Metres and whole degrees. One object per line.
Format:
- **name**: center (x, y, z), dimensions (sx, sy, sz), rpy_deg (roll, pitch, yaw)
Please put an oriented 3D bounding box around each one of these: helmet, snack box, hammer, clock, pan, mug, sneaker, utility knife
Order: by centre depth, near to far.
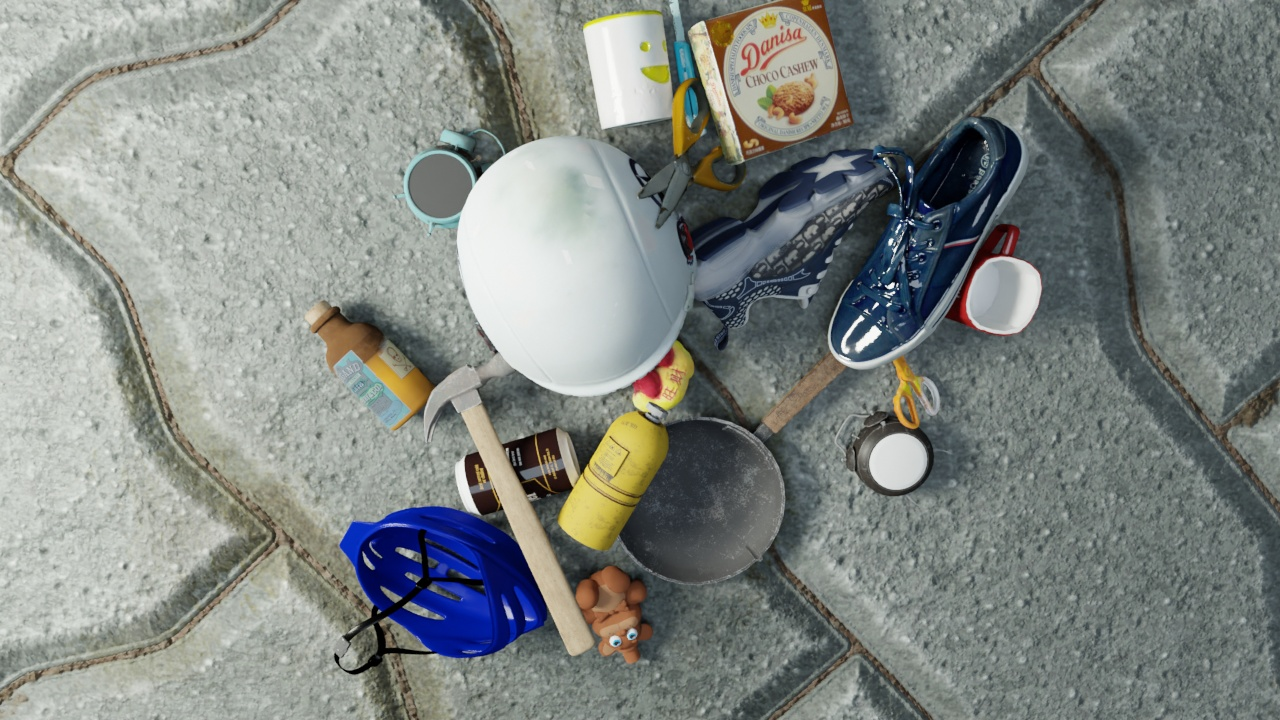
- **helmet**: center (-0.074, -0.107, 0.899), dimensions (0.237, 0.164, 0.263), rpy_deg (-23, 61, 8)
- **sneaker**: center (0.273, -0.121, 0.940), dimensions (0.121, 0.127, 0.295), rpy_deg (42, 112, 30)
- **mug**: center (-0.010, -0.300, 0.953), dimensions (0.082, 0.082, 0.106), rpy_deg (-10, 103, -1)
- **snack box**: center (0.138, -0.295, 0.958), dimensions (0.143, 0.041, 0.147), rpy_deg (-21, 101, -19)
- **clock**: center (-0.198, -0.195, 0.979), dimensions (0.124, 0.053, 0.090), rpy_deg (-42, 100, 3)
- **helmet**: center (-0.221, 0.261, 0.981), dimensions (0.241, 0.227, 0.148), rpy_deg (32, 115, -4)
- **utility knife**: center (0.046, -0.317, 0.987), dimensions (0.022, 0.015, 0.158), rpy_deg (-9, 101, 22)
- **hammer**: center (-0.130, 0.160, 0.989), dimensions (0.119, 0.031, 0.331), rpy_deg (-25, 89, 1)
- **sneaker**: center (0.169, -0.122, 1.001), dimensions (0.269, 0.103, 0.132), rpy_deg (-32, 115, 4)
- **mug**: center (0.381, -0.092, 1.003), dimensions (0.080, 0.096, 0.116), rpy_deg (14, 100, -5)
- **pan**: center (0.118, 0.105, 1.061), dimensions (0.207, 0.040, 0.357), rpy_deg (43, 95, -9)
- **clock**: center (0.289, 0.110, 1.066), dimensions (0.123, 0.043, 0.091), rpy_deg (28, 99, -8)

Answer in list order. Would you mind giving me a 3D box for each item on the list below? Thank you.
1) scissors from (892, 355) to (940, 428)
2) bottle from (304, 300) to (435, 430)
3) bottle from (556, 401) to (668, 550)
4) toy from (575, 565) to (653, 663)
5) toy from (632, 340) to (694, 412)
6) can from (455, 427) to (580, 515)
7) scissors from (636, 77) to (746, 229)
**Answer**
- **scissors**: center (0.310, 0.010, 1.056), dimensions (0.083, 0.012, 0.133), rpy_deg (-11, 85, -34)
- **bottle**: center (-0.301, 0.000, 1.006), dimensions (0.068, 0.068, 0.157), rpy_deg (-42, 100, 5)
- **bottle**: center (-0.022, 0.121, 1.005), dimensions (0.071, 0.071, 0.164), rpy_deg (29, 99, -8)
- **toy**: center (-0.030, 0.305, 1.082), dimensions (0.095, 0.065, 0.128), rpy_deg (-22, 106, -5)
- **toy**: center (-0.006, 0.006, 1.024), dimensions (0.137, 0.067, 0.106), rpy_deg (5, 103, -11)
- **can**: center (-0.137, 0.126, 1.036), dimensions (0.128, 0.072, 0.072), rpy_deg (-17, 101, 1)
- **scissors**: center (0.055, -0.191, 0.928), dimensions (0.016, 0.224, 0.166), rpy_deg (-17, 130, 36)
